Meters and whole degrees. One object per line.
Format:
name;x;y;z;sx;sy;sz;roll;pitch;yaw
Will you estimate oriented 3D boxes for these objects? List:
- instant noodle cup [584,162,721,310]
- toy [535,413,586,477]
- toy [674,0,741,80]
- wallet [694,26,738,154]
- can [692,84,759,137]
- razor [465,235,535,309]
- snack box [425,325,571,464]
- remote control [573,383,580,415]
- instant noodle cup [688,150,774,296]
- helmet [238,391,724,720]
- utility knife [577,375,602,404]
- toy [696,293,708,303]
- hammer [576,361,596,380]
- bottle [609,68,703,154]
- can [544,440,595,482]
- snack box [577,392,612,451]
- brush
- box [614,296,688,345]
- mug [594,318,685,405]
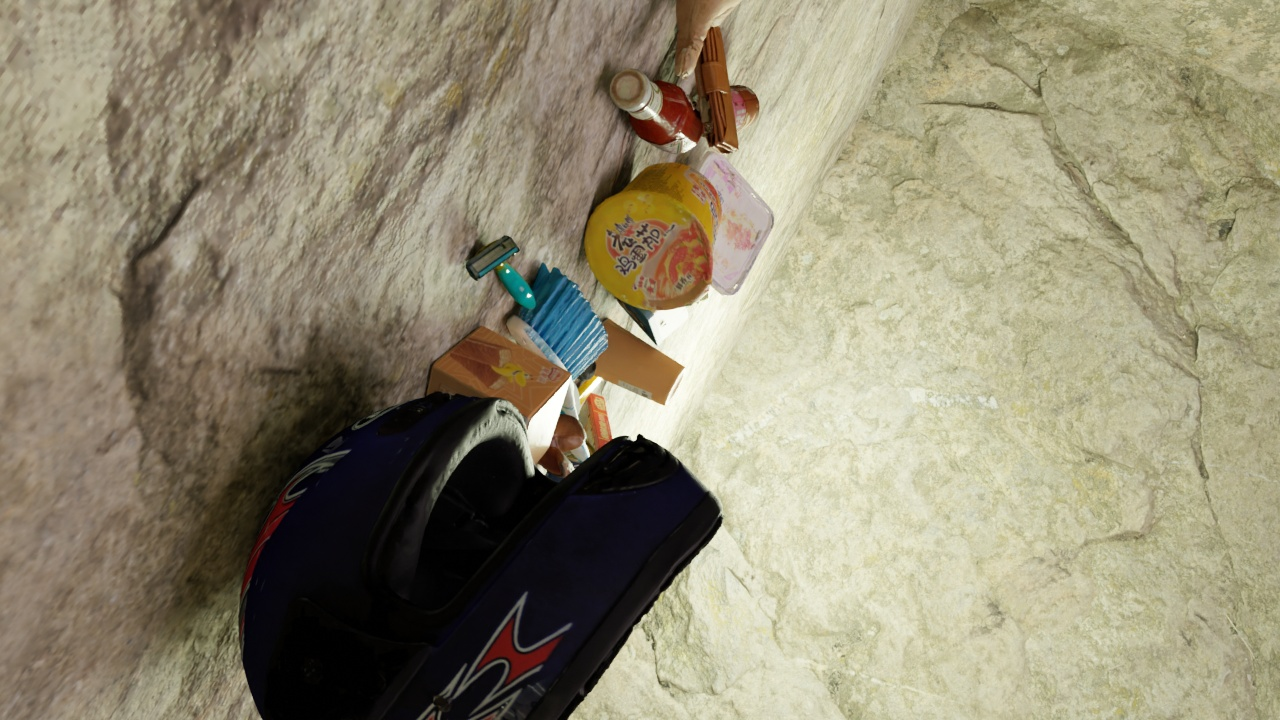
instant noodle cup;0.022;-0.138;0.972;0.109;0.138;0.138;-63;174;-51
toy;-0.125;0.129;0.858;0.140;0.130;0.199;-43;-169;27
toy;0.077;-0.353;0.801;0.225;0.082;0.143;-56;158;-20
wallet;0.075;-0.281;0.937;0.107;0.031;0.132;-31;112;-76
can;0.103;-0.305;1.119;0.058;0.058;0.147;-67;169;24
razor;-0.109;-0.069;0.765;0.043;0.028;0.132;-38;165;-2
snack box;-0.125;0.042;0.786;0.076;0.094;0.093;-49;164;-52
remote control;-0.115;0.086;1.130;0.134;0.019;0.056;-53;150;-40
instant noodle cup;0.090;-0.179;1.204;0.173;0.060;0.138;35;81;-43
helmet;-0.124;0.139;0.604;0.316;0.240;0.246;-54;172;22
utility knife;-0.078;0.042;1.248;0.163;0.015;0.033;-50;163;-51
toy;0.078;-0.143;1.446;0.157;0.066;0.105;75;2;-70
hammer;-0.127;0.064;1.020;0.322;0.032;0.126;-53;166;-40
bottle;0.015;-0.237;0.865;0.060;0.060;0.205;-64;169;11
can;-0.114;0.154;1.197;0.111;0.075;0.075;-65;170;19
snack box;-0.066;0.117;1.252;0.075;0.025;0.152;-61;-157;26
brush;-0.074;0.017;0.972;0.109;0.060;0.315;-53;155;-12
box;0.009;-0.081;1.126;0.061;0.090;0.184;-42;166;-1
mug;-0.007;0.007;1.205;0.078;0.123;0.078;-58;169;-19
